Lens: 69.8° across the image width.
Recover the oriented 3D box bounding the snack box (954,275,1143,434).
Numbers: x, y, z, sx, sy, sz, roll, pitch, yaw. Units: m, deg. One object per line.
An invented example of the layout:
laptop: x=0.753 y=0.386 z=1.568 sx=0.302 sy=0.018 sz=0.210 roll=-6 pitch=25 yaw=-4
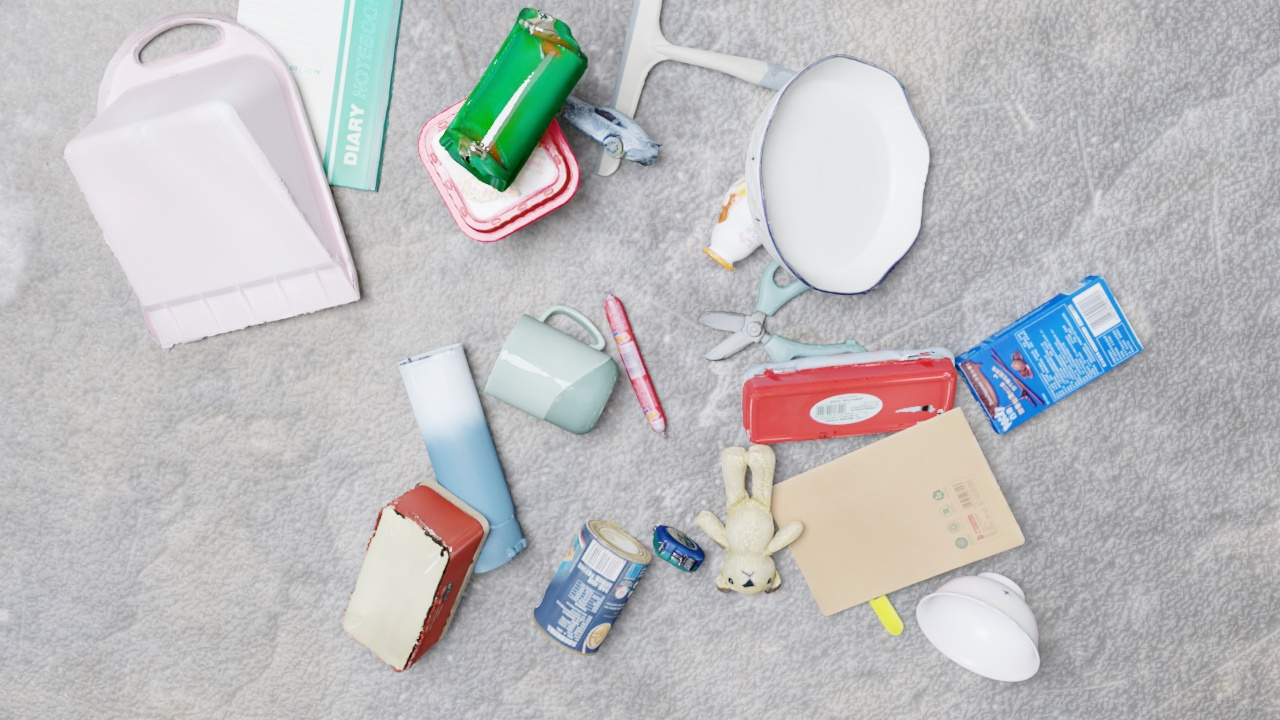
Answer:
snack box: x=0.390 y=-0.005 z=0.883 sx=0.157 sy=0.026 sz=0.084 roll=-32 pitch=96 yaw=5

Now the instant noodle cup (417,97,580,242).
instant noodle cup: x=-0.119 y=-0.174 z=0.815 sx=0.116 sy=0.124 sz=0.116 roll=-28 pitch=97 yaw=3

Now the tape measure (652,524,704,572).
tape measure: x=0.035 y=0.186 z=0.897 sx=0.054 sy=0.058 sz=0.025 roll=34 pitch=96 yaw=-8

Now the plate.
plate: x=0.172 y=-0.161 z=0.811 sx=0.204 sy=0.046 sz=0.205 roll=-7 pitch=103 yaw=-33

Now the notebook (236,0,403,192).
notebook: x=-0.307 y=-0.274 z=0.860 sx=0.150 sy=0.012 sz=0.209 roll=10 pitch=97 yaw=-2

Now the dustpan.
dustpan: x=-0.394 y=-0.172 z=0.863 sx=0.223 sy=0.138 sz=0.274 roll=-10 pitch=125 yaw=8

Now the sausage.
sausage: x=-0.005 y=0.005 z=0.891 sx=0.020 sy=0.020 sz=0.156 roll=-20 pitch=97 yaw=3

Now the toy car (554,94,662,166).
toy car: x=-0.036 y=-0.214 z=0.832 sx=0.120 sy=0.054 sz=0.037 roll=32 pitch=107 yaw=13

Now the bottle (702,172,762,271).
bottle: x=0.103 y=-0.135 z=0.849 sx=0.063 sy=0.063 sz=0.108 roll=36 pitch=96 yaw=-4

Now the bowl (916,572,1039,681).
bowl: x=0.337 y=0.247 z=0.892 sx=0.118 sy=0.119 sz=0.064 roll=48 pitch=56 yaw=-5

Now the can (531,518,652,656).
can: x=-0.046 y=0.219 z=0.893 sx=0.075 sy=0.075 sz=0.111 roll=30 pitch=96 yaw=-4

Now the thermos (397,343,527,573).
thermos: x=-0.171 y=0.096 z=0.883 sx=0.070 sy=0.070 sz=0.220 roll=-15 pitch=98 yaw=2

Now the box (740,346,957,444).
box: x=0.196 y=0.030 z=0.871 sx=0.201 sy=0.048 sz=0.087 roll=-6 pitch=128 yaw=1

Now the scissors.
scissors: x=0.144 y=-0.052 z=0.884 sx=0.174 sy=0.019 sz=0.178 roll=13 pitch=99 yaw=0

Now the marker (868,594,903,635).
marker: x=0.228 y=0.222 z=0.923 sx=0.018 sy=0.015 sz=0.124 roll=-31 pitch=93 yaw=12

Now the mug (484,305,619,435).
mug: x=-0.075 y=0.004 z=0.867 sx=0.106 sy=0.082 sz=0.111 roll=25 pitch=66 yaw=-3

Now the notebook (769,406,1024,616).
notebook: x=0.242 y=0.150 z=0.890 sx=0.208 sy=0.008 sz=0.148 roll=-26 pitch=95 yaw=17

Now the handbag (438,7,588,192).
handbag: x=-0.097 y=-0.198 z=0.689 sx=0.068 sy=0.120 sz=0.131 roll=34 pitch=94 yaw=-10

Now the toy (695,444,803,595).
toy: x=0.105 y=0.155 z=0.886 sx=0.105 sy=0.066 sz=0.157 roll=0 pitch=105 yaw=7

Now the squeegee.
squeegee: x=0.102 y=-0.264 z=0.844 sx=0.246 sy=0.039 sz=0.246 roll=14 pitch=98 yaw=-2

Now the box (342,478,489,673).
box: x=-0.218 y=0.205 z=0.857 sx=0.091 sy=0.079 sz=0.169 roll=32 pitch=117 yaw=14
